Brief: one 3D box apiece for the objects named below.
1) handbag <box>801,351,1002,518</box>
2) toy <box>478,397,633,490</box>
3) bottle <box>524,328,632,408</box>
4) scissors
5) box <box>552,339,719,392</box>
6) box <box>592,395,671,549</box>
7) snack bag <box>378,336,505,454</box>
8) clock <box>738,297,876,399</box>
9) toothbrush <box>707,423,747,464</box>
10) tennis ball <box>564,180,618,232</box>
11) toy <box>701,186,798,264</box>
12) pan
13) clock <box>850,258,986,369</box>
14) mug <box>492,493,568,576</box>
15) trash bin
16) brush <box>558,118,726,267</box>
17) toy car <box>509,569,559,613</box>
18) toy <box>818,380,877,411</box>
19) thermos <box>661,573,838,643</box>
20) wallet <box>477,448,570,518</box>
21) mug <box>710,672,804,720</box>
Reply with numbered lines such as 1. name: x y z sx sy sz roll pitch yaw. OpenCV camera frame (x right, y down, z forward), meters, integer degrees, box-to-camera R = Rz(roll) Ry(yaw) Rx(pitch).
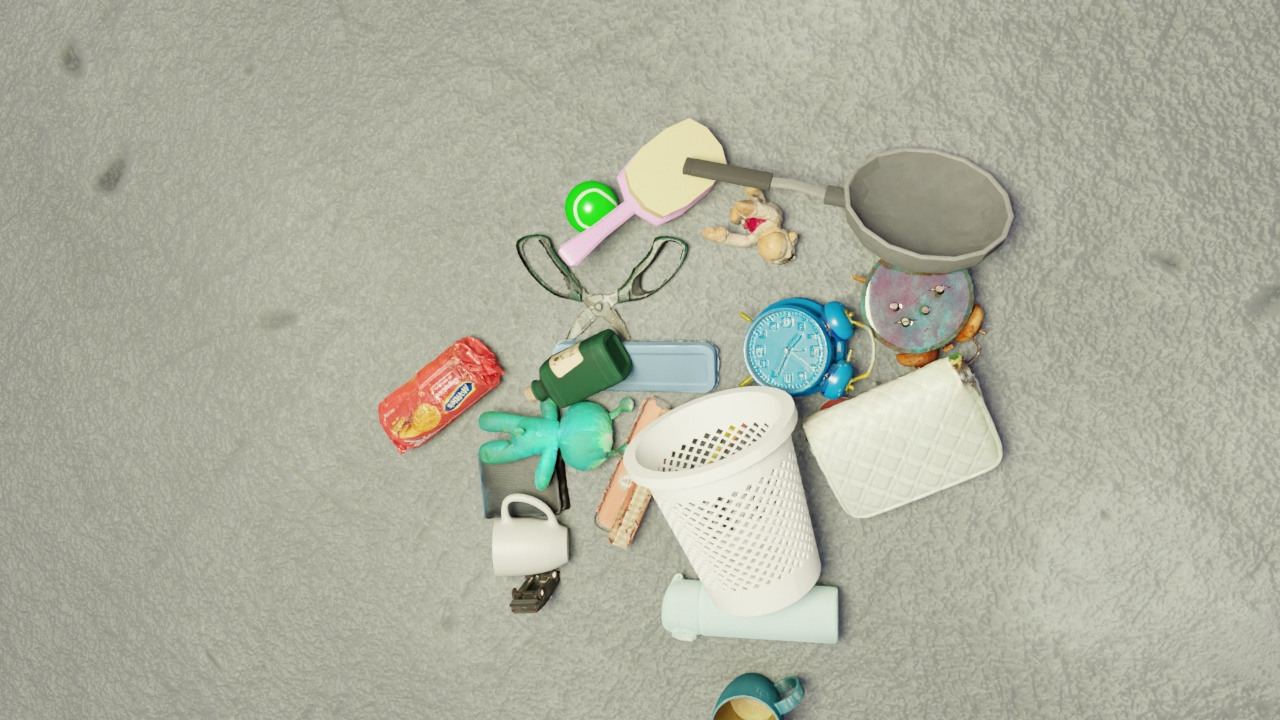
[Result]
1. handbag: 0.292 0.083 1.028 0.195 0.072 0.139 -25 114 13
2. toy: -0.104 0.091 1.126 0.193 0.072 0.130 -2 70 0
3. bottle: -0.082 0.017 1.105 0.131 0.061 0.061 -25 102 22
4. scissors: -0.053 -0.112 1.139 0.202 0.015 0.202 45 103 3
5. box: -0.006 0.006 1.134 0.210 0.037 0.066 1 105 16
6. box: -0.003 0.136 1.129 0.048 0.085 0.187 20 96 -26
7. snack bag: -0.258 0.041 1.168 0.176 0.082 0.082 -38 84 12
8. clock: 0.190 -0.014 1.051 0.162 0.060 0.117 0 95 28
9. toothbrush: 0.098 0.105 1.117 0.021 0.016 0.135 38 98 11
10. tennis ball: -0.059 -0.185 1.114 0.065 0.065 0.065 1 93 13
11. toy: 0.138 -0.147 1.073 0.106 0.074 0.085 39 134 -11
12. pan: 0.221 -0.178 1.011 0.357 0.041 0.178 13 53 9
13. clock: 0.317 -0.054 1.026 0.121 0.073 0.157 -34 85 13
14. mug: -0.136 0.215 1.143 0.089 0.071 0.107 -2 106 -1
15. trash bin: 0.108 0.163 1.024 0.196 0.195 0.200 -18 108 14
16. brush: 0.000 -0.190 1.069 0.228 0.043 0.089 -40 94 -10
17. toy car: -0.131 0.289 1.141 0.040 0.092 0.037 -6 101 14
18. toy: 0.264 0.049 1.065 0.112 0.030 0.049 -23 115 11
19. thermos: 0.129 0.297 1.091 0.207 0.065 0.077 -1 65 13
20. wallet: -0.152 0.156 1.173 0.115 0.026 0.089 -7 92 14
21. mug: 0.141 0.407 1.074 0.112 0.104 0.084 -33 85 10
